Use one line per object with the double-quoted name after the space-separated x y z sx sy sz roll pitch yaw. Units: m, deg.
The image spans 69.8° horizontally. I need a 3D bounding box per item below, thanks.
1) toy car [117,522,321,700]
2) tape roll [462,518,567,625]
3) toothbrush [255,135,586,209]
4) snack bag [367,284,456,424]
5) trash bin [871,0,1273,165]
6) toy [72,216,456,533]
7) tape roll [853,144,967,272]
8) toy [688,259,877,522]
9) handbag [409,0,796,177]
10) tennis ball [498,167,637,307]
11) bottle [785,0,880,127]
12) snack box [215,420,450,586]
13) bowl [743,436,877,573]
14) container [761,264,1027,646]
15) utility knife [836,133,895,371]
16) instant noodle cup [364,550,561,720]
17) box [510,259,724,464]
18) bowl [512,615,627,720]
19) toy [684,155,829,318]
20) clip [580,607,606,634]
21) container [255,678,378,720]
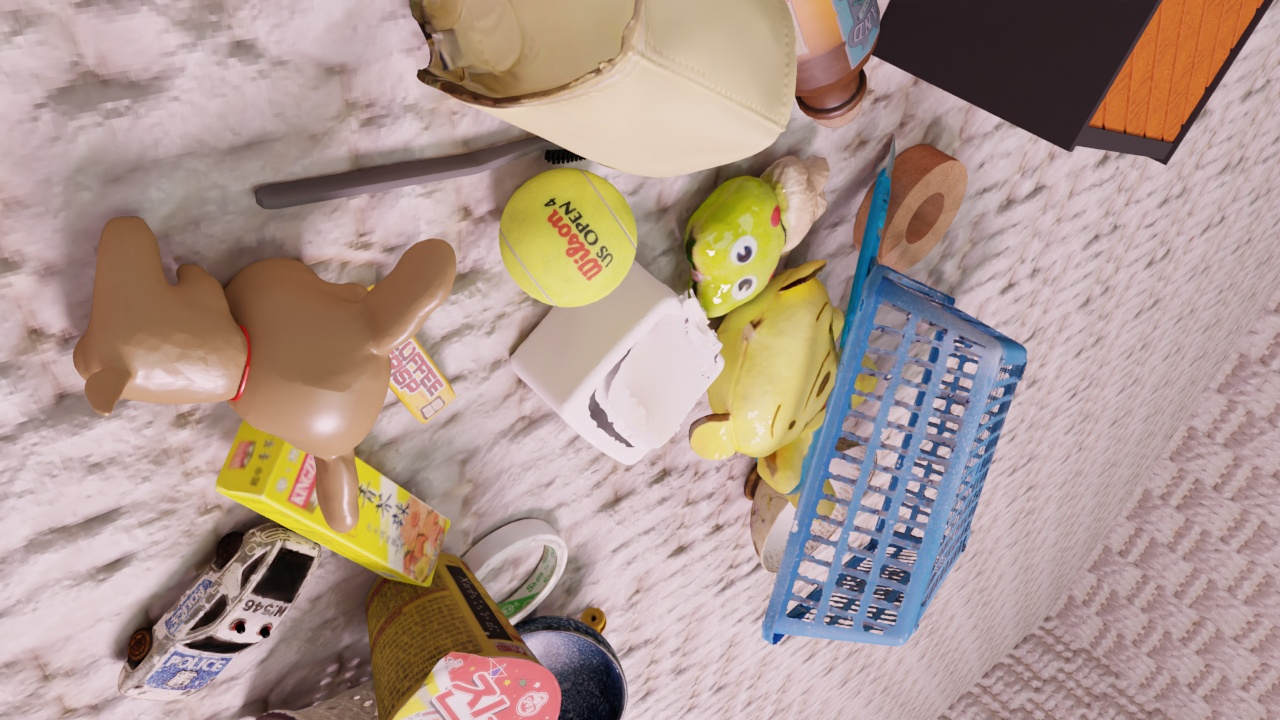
-0.206 0.129 0.455 0.113 0.040 0.048 -47 146 0 "toy car"
-0.092 0.150 0.628 0.093 0.018 0.094 -29 142 -26 "tape roll"
-0.084 -0.085 0.400 0.167 0.013 0.013 -20 146 -36 "toothbrush"
-0.116 0.001 0.445 0.026 0.020 0.099 -40 147 -14 "snack bag"
0.265 -0.215 0.549 0.171 0.140 0.140 -9 130 -45 "trash bin"
-0.145 -0.003 0.341 0.108 0.105 0.134 11 116 -35 "toy"
0.202 -0.113 0.686 0.093 0.027 0.094 -30 143 -26 "tape roll"
0.103 0.021 0.658 0.214 0.084 0.148 39 69 -57 "toy"
-0.014 -0.123 0.359 0.119 0.111 0.081 2 85 -54 "handbag"
-0.034 -0.058 0.435 0.065 0.065 0.065 -30 143 -26 "tennis ball"
0.080 -0.171 0.448 0.068 0.068 0.157 -48 147 -1 "bottle"
-0.147 0.074 0.461 0.148 0.029 0.040 58 42 -56 "snack box"
0.139 0.113 0.814 0.145 0.063 0.145 -30 143 -26 "bowl"
0.220 0.073 0.714 0.361 0.089 0.257 -1 108 -64 "container"
0.156 -0.073 0.623 0.031 0.015 0.174 38 63 -63 "utility knife"
-0.112 0.172 0.527 0.100 0.112 0.100 -14 123 -23 "instant noodle cup"
0.004 0.010 0.527 0.102 0.095 0.107 -46 149 -2 "box"
-0.067 0.238 0.694 0.114 0.060 0.114 -1 106 -3 "bowl"
0.073 -0.080 0.558 0.117 0.043 0.092 -36 144 -21 "toy"
-0.044 0.228 0.744 0.047 0.054 0.046 -26 124 -63 "clip"
-0.135 0.308 0.550 0.143 0.251 0.185 -19 140 -52 "container"
